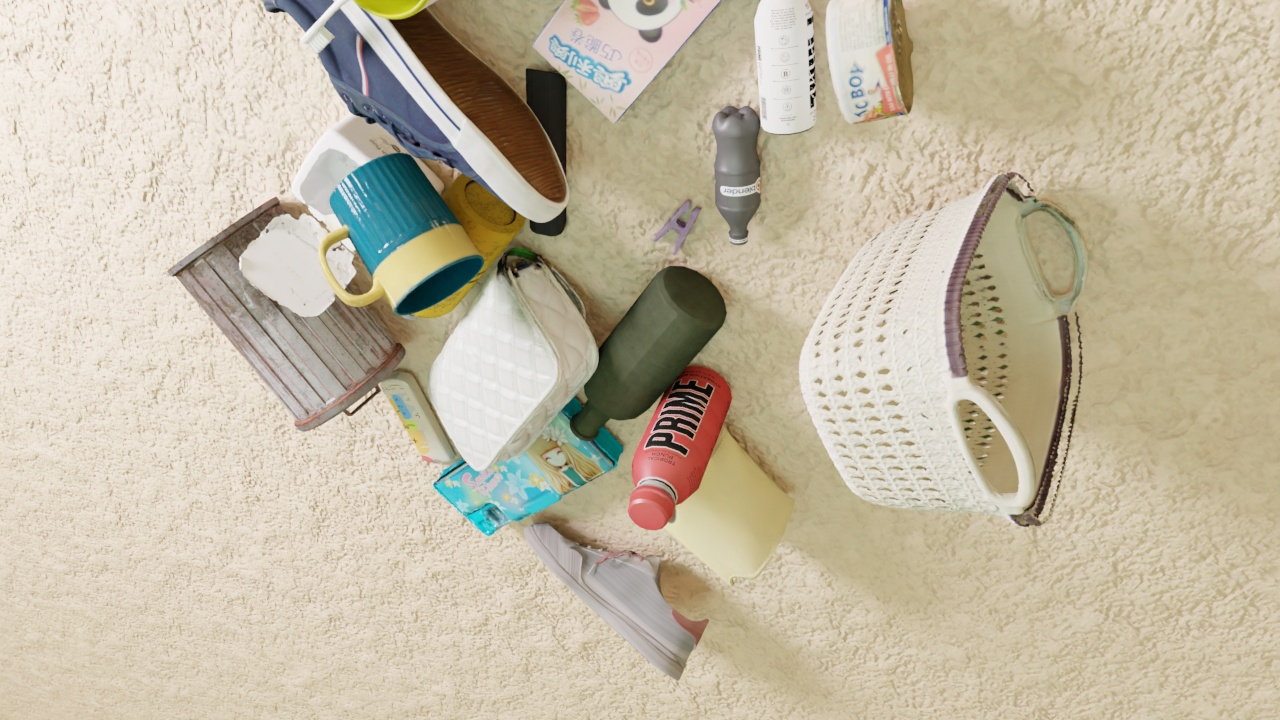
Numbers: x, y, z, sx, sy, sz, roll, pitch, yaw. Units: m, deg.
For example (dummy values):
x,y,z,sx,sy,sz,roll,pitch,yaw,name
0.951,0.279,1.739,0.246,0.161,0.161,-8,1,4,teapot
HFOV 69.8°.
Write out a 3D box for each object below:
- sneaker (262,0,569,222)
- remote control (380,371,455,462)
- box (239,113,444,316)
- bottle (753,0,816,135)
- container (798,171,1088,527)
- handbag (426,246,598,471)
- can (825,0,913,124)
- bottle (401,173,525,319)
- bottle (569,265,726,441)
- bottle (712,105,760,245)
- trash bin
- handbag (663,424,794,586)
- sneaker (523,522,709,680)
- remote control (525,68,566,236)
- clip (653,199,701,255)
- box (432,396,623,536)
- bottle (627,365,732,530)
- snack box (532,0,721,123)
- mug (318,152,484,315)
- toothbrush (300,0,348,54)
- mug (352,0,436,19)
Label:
x,y,z,sx,sy,sz,roll,pitch,yaw,name
-0.184,-0.203,0.726,0.294,0.120,0.127,45,118,-3,sneaker
-0.244,0.065,1.010,0.038,0.018,0.126,-5,124,24,remote control
-0.272,-0.129,0.832,0.111,0.101,0.189,42,108,-10,box
0.102,-0.221,0.648,0.041,0.041,0.116,4,125,19,bottle
0.218,-0.008,0.638,0.144,0.250,0.185,-10,119,39,container
-0.124,0.004,0.869,0.195,0.072,0.138,-47,68,39,handbag
0.155,-0.204,0.611,0.043,0.086,0.086,-6,122,25,can
-0.177,-0.092,0.833,0.071,0.070,0.164,41,129,-10,bottle
-0.005,0.005,0.836,0.071,0.071,0.207,35,129,-5,bottle
0.076,-0.142,0.718,0.036,0.036,0.110,7,126,17,bottle
-0.337,-0.038,0.900,0.131,0.130,0.211,-23,112,33,trash bin
0.073,0.138,0.876,0.119,0.110,0.081,46,136,-13,handbag
-0.023,0.243,1.020,0.236,0.089,0.099,39,166,15,sneaker
-0.080,-0.173,0.772,0.033,0.015,0.147,13,128,12,remote control
0.033,-0.112,0.774,0.033,0.013,0.052,35,127,-8,clip
-0.125,0.118,0.986,0.227,0.039,0.094,-32,108,36,box
0.032,0.077,0.806,0.062,0.176,0.062,11,127,14,bottle
-0.003,-0.258,0.668,0.088,0.033,0.155,41,129,-9,snack box
-0.201,-0.095,0.735,0.107,0.113,0.083,57,159,3,mug
-0.169,-0.259,0.608,0.187,0.012,0.017,-25,125,34,toothbrush
-0.160,-0.299,0.653,0.082,0.105,0.083,10,127,14,mug
